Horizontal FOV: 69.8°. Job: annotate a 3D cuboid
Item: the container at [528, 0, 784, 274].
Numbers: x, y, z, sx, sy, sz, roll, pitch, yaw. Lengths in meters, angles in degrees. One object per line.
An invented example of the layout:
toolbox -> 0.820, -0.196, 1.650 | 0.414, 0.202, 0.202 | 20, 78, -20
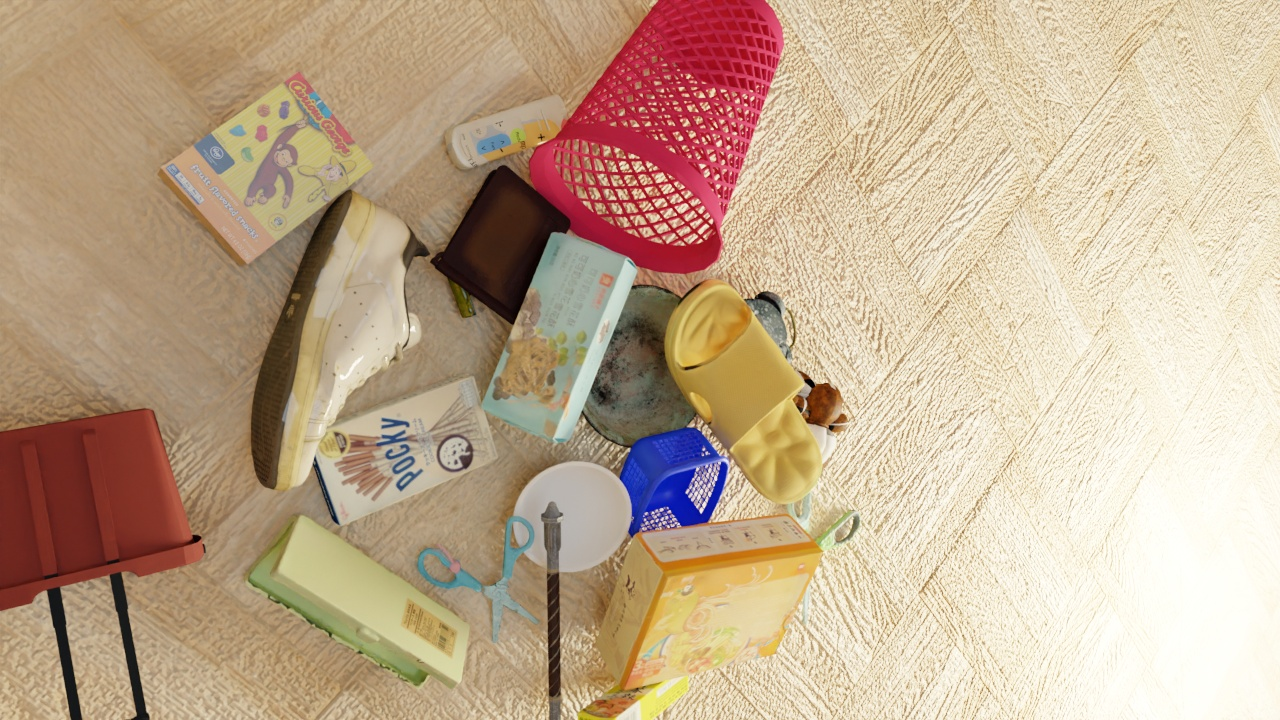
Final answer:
container -> 0.032, -0.224, 0.836 | 0.183, 0.184, 0.225 | 37, 67, -28

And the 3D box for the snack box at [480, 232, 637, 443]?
snack box -> -0.071, -0.021, 0.816 | 0.075, 0.053, 0.174 | 22, 90, 13

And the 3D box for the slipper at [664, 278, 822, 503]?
slipper -> 0.111, 0.044, 0.894 | 0.099, 0.078, 0.263 | -37, 117, -8

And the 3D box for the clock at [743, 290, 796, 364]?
clock -> 0.117, -0.024, 0.960 | 0.129, 0.052, 0.090 | -14, 100, -29

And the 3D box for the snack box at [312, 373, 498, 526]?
snack box -> -0.203, 0.074, 0.790 | 0.149, 0.026, 0.082 | -22, 104, -29

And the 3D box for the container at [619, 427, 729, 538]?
container -> 0.026, 0.121, 0.889 | 0.096, 0.058, 0.114 | -11, 134, -30

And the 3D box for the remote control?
remote control -> -0.117, -0.206, 0.828 | 0.125, 0.018, 0.038 | -27, 107, -29

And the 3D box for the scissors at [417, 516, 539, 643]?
scissors -> -0.129, 0.192, 0.835 | 0.126, 0.015, 0.136 | -46, 118, 4

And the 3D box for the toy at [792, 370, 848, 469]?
toy -> 0.186, 0.075, 1.007 | 0.087, 0.067, 0.112 | 20, 92, -31

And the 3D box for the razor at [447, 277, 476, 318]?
razor -> -0.122, -0.077, 0.832 | 0.105, 0.026, 0.042 | -27, 105, -31

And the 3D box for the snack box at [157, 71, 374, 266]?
snack box -> -0.289, -0.148, 0.714 | 0.125, 0.040, 0.088 | -45, 114, -21

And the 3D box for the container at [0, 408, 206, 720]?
container -> -0.380, 0.142, 0.630 | 0.147, 0.127, 0.201 | -11, 89, -30

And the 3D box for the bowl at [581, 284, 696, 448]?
bowl -> -0.005, 0.005, 0.896 | 0.157, 0.039, 0.157 | -2, 95, -31

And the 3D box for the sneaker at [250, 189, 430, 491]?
sneaker -> -0.234, -0.009, 0.736 | 0.102, 0.089, 0.241 | 22, 76, -36

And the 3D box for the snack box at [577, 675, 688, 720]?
snack box -> -0.004, 0.327, 0.881 | 0.147, 0.040, 0.029 | -7, 96, -59

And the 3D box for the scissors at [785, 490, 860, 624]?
scissors -> 0.186, 0.212, 1.044 | 0.171, 0.023, 0.169 | -33, 115, -27

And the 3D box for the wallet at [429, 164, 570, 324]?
wallet -> -0.121, -0.104, 0.813 | 0.091, 0.018, 0.115 | 38, 65, -27

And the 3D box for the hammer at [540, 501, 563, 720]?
hammer -> -0.080, 0.286, 0.850 | 0.098, 0.044, 0.322 | -6, 102, -31

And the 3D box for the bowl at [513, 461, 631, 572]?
bowl -> -0.067, 0.139, 0.861 | 0.110, 0.040, 0.110 | -4, 106, -13

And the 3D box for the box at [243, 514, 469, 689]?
box -> -0.229, 0.204, 0.770 | 0.188, 0.089, 0.077 | 41, 53, -24

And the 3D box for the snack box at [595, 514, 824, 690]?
snack box -> 0.064, 0.231, 0.909 | 0.195, 0.080, 0.145 | 0, 121, -34
